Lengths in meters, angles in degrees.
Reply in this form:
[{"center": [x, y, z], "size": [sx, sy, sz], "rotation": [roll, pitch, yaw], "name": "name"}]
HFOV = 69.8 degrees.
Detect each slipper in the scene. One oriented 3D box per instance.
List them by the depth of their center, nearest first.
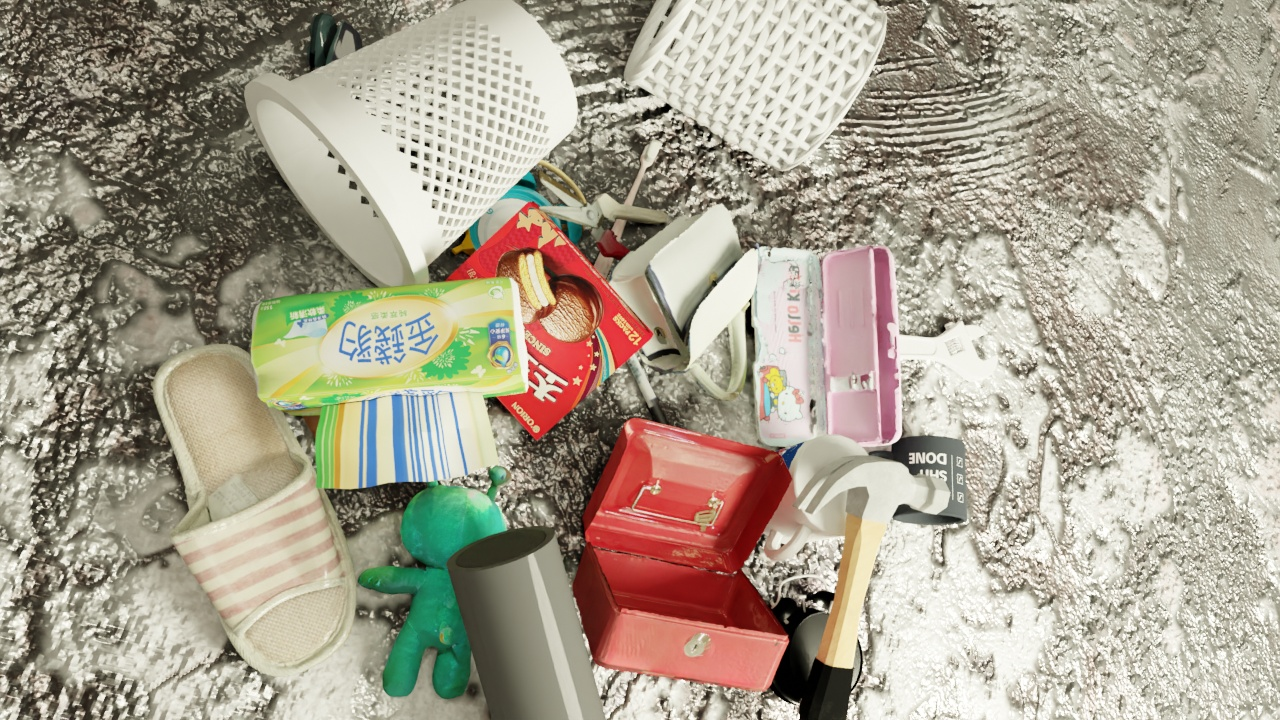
[{"center": [-0.295, 0.108, 0.692], "size": [0.114, 0.052, 0.263], "rotation": [-20, 83, -27], "name": "slipper"}]

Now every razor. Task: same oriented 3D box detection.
[{"center": [-0.245, -0.243, 0.821], "size": [0.052, 0.047, 0.143], "rotation": [-39, 95, -3], "name": "razor"}]

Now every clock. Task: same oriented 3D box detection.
[{"center": [0.156, 0.258, 0.841], "size": [0.091, 0.043, 0.120], "rotation": [-2, 76, -23], "name": "clock"}, {"center": [-0.108, -0.126, 0.844], "size": [0.099, 0.044, 0.129], "rotation": [41, 71, -7], "name": "clock"}]

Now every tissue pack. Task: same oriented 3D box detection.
[{"center": [-0.181, 0.023, 0.698], "size": [0.197, 0.120, 0.141], "rotation": [-7, 81, -1], "name": "tissue pack"}]

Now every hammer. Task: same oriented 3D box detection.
[{"center": [0.169, 0.243, 0.786], "size": [0.131, 0.039, 0.328], "rotation": [13, 89, -21], "name": "hammer"}]

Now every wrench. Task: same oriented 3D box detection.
[{"center": [0.269, -0.015, 0.982], "size": [0.273, 0.018, 0.066], "rotation": [3, 75, -21], "name": "wrench"}]

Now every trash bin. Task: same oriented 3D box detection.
[{"center": [-0.168, -0.186, 0.739], "size": [0.199, 0.196, 0.195], "rotation": [-42, 93, -22], "name": "trash bin"}]

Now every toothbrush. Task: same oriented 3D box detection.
[{"center": [-0.016, -0.143, 0.900], "size": [0.015, 0.018, 0.180], "rotation": [27, 67, -13], "name": "toothbrush"}]

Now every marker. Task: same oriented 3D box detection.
[{"center": [-0.005, 0.005, 0.865], "size": [0.011, 0.011, 0.152], "rotation": [-23, 85, -26], "name": "marker"}]

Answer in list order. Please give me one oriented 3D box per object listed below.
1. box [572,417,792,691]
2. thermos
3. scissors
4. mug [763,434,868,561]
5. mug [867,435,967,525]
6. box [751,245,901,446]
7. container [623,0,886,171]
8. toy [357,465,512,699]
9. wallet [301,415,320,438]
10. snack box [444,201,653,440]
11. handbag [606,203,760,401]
[{"center": [0.040, 0.170, 0.753], "size": [0.156, 0.157, 0.170], "rotation": [13, 33, -18], "name": "box"}, {"center": [-0.073, 0.253, 0.691], "size": [0.082, 0.082, 0.240], "rotation": [-18, 99, -26], "name": "thermos"}, {"center": [-0.022, -0.120, 0.847], "size": [0.185, 0.015, 0.178], "rotation": [63, 37, -21], "name": "scissors"}, {"center": [0.152, 0.133, 0.849], "size": [0.091, 0.090, 0.121], "rotation": [37, 65, -9], "name": "mug"}, {"center": [0.272, 0.120, 0.921], "size": [0.105, 0.071, 0.077], "rotation": [3, 72, 6], "name": "mug"}, {"center": [0.185, -0.014, 0.919], "size": [0.154, 0.066, 0.201], "rotation": [-1, 82, 8], "name": "box"}, {"center": [0.110, -0.313, 0.904], "size": [0.186, 0.190, 0.189], "rotation": [27, 66, -15], "name": "container"}, {"center": [-0.153, 0.170, 0.727], "size": [0.130, 0.072, 0.193], "rotation": [12, 80, -20], "name": "toy"}, {"center": [-0.244, 0.017, 0.761], "size": [0.087, 0.013, 0.121], "rotation": [-29, 87, -22], "name": "wallet"}, {"center": [-0.089, -0.034, 0.787], "size": [0.133, 0.035, 0.152], "rotation": [-42, 94, 8], "name": "snack box"}, {"center": [0.064, -0.042, 0.858], "size": [0.150, 0.074, 0.176], "rotation": [-43, 115, -42], "name": "handbag"}]
